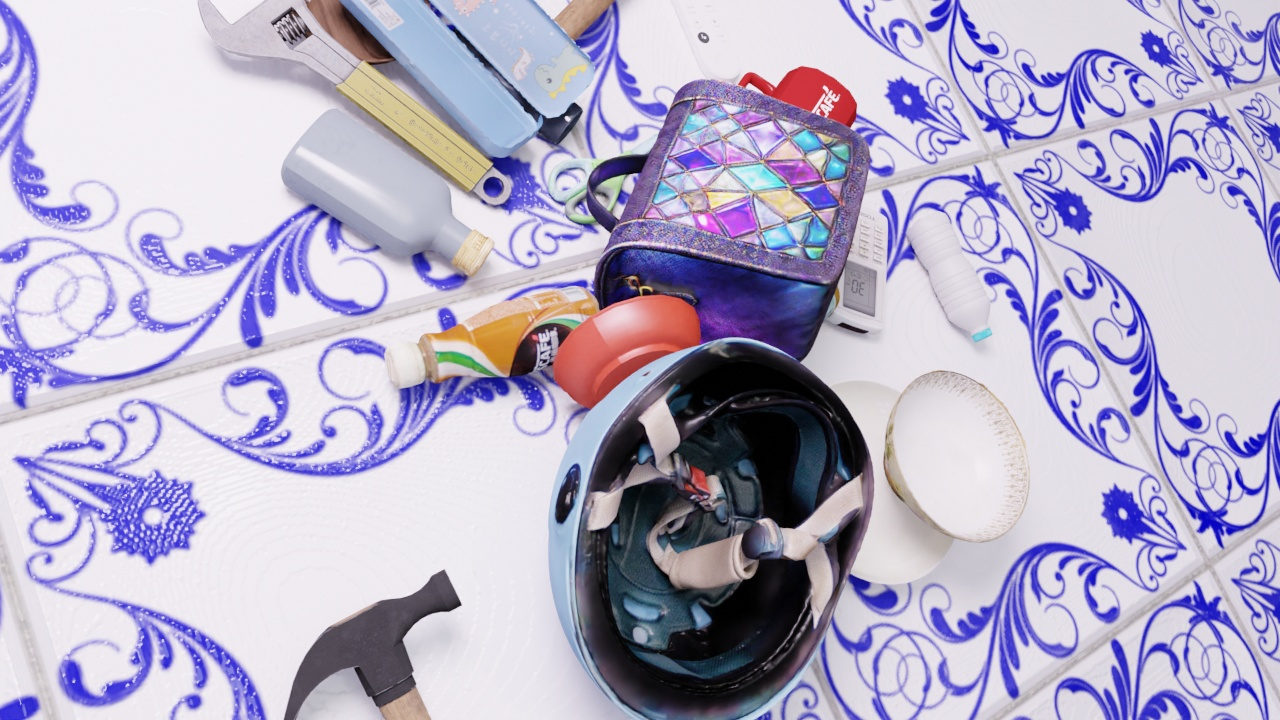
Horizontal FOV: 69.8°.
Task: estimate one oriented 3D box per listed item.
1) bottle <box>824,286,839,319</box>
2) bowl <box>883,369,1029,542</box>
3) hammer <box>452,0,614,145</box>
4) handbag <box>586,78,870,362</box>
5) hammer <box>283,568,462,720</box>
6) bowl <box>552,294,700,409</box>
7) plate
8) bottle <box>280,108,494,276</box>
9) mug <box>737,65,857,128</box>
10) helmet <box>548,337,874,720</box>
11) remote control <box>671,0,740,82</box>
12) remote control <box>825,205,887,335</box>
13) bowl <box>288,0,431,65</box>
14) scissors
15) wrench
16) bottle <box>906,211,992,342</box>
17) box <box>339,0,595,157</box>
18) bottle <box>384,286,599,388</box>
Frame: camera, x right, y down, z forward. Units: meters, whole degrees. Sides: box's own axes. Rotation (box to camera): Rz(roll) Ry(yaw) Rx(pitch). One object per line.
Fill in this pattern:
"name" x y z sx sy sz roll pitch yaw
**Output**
"bottle" 0.104 -0.015 0.805 0.053 0.053 0.185 48 60 -1
"bowl" 0.256 0.087 0.787 0.145 0.063 0.145 9 67 -22
"hammer" -0.039 -0.346 0.865 0.129 0.040 0.320 38 63 -5
"handbag" 0.063 -0.119 0.765 0.222 0.126 0.204 17 57 7
"hammer" -0.119 0.302 0.585 0.132 0.040 0.305 -26 88 -17
"bowl" -0.004 0.004 0.707 0.121 0.122 0.035 -6 52 -26
"plate" 0.201 0.107 0.813 0.182 0.034 0.182 9 68 -21
"bottle" -0.190 -0.123 0.716 0.161 0.046 0.072 33 61 -10
"mug" 0.138 -0.228 0.887 0.116 0.081 0.096 34 60 -2
"helmet" 0.037 0.122 0.655 0.225 0.167 0.265 29 70 -19
"remote control" 0.063 -0.342 0.933 0.043 0.013 0.136 -15 78 -28
"remote control" 0.211 -0.092 0.898 0.060 0.026 0.138 17 65 -18
"bowl" -0.238 -0.291 0.767 0.119 0.032 0.119 8 68 -21
"scissors" -0.013 -0.181 0.840 0.173 0.033 0.065 -40 86 -27
"wrench" -0.217 -0.211 0.730 0.273 0.018 0.083 38 90 -18
"bottle" 0.318 -0.083 0.932 0.044 0.044 0.136 -18 79 -29
"box" -0.146 -0.273 0.761 0.209 0.039 0.126 46 75 -3
"bottle" -0.110 -0.014 0.703 0.166 0.059 0.059 -15 78 -28
